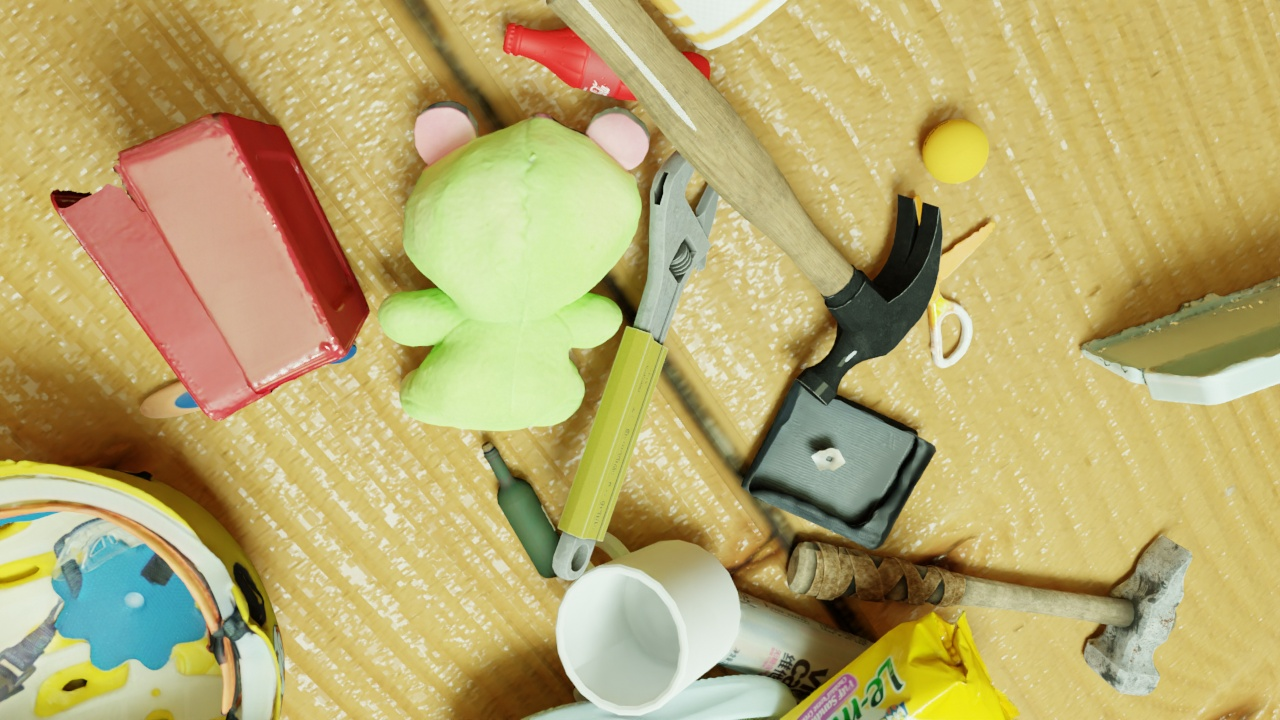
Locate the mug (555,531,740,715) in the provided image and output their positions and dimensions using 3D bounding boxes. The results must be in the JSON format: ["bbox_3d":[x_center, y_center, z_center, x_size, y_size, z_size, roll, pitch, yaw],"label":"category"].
[{"bbox_3d":[-0.003,0.159,0.600,0.091,0.090,0.121,-47,71,19],"label":"mug"}]

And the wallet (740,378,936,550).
[{"bbox_3d":[0.137,0.071,0.642,0.115,0.026,0.089,25,99,-15],"label":"wallet"}]

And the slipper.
[{"bbox_3d":[-0.008,0.272,0.622,0.245,0.074,0.104,-10,145,-7],"label":"slipper"}]

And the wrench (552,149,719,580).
[{"bbox_3d":[-0.003,0.003,0.557,0.018,0.083,0.273,18,88,29],"label":"wrench"}]

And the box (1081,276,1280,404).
[{"bbox_3d":[0.420,-0.020,0.609,0.197,0.134,0.041,-18,98,-5],"label":"box"}]

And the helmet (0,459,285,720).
[{"bbox_3d":[-0.310,0.163,0.533,0.209,0.139,0.240,-10,95,-7],"label":"helmet"}]

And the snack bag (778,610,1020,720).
[{"bbox_3d":[0.144,0.279,0.622,0.247,0.068,0.159,-39,129,1],"label":"snack bag"}]

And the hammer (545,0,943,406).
[{"bbox_3d":[0.066,-0.107,0.523,0.132,0.040,0.305,-48,121,1],"label":"hammer"}]

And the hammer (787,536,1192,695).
[{"bbox_3d":[0.264,0.174,0.690,0.318,0.049,0.121,10,102,-11],"label":"hammer"}]

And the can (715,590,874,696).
[{"bbox_3d":[0.108,0.210,0.664,0.135,0.054,0.054,25,101,-16],"label":"can"}]

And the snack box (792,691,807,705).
[{"bbox_3d":[0.142,0.332,0.714,0.143,0.040,0.148,22,101,-16],"label":"snack box"}]

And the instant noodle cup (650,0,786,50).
[{"bbox_3d":[0.029,-0.244,0.484,0.123,0.123,0.121,-44,116,4],"label":"instant noodle cup"}]

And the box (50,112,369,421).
[{"bbox_3d":[-0.204,-0.052,0.472,0.092,0.157,0.129,-27,106,-9],"label":"box"}]

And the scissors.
[{"bbox_3d":[0.197,-0.047,0.626,0.125,0.011,0.128,-41,111,5],"label":"scissors"}]

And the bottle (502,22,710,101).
[{"bbox_3d":[-0.020,-0.173,0.535,0.119,0.036,0.036,10,104,-13],"label":"bottle"}]

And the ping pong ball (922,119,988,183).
[{"bbox_3d":[0.201,-0.133,0.585,0.040,0.040,0.040,-3,107,-10],"label":"ping pong ball"}]

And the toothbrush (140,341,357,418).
[{"bbox_3d":[-0.239,0.010,0.563,0.135,0.017,0.021,-17,105,-2],"label":"toothbrush"}]

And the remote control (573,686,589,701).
[{"bbox_3d":[0.005,0.287,0.693,0.045,0.008,0.147,-33,109,1],"label":"remote control"}]

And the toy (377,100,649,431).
[{"bbox_3d":[-0.074,-0.046,0.532,0.150,0.107,0.197,3,116,-12],"label":"toy"}]

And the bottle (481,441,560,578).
[{"bbox_3d":[-0.079,0.099,0.612,0.025,0.025,0.106,-27,110,-2],"label":"bottle"}]
